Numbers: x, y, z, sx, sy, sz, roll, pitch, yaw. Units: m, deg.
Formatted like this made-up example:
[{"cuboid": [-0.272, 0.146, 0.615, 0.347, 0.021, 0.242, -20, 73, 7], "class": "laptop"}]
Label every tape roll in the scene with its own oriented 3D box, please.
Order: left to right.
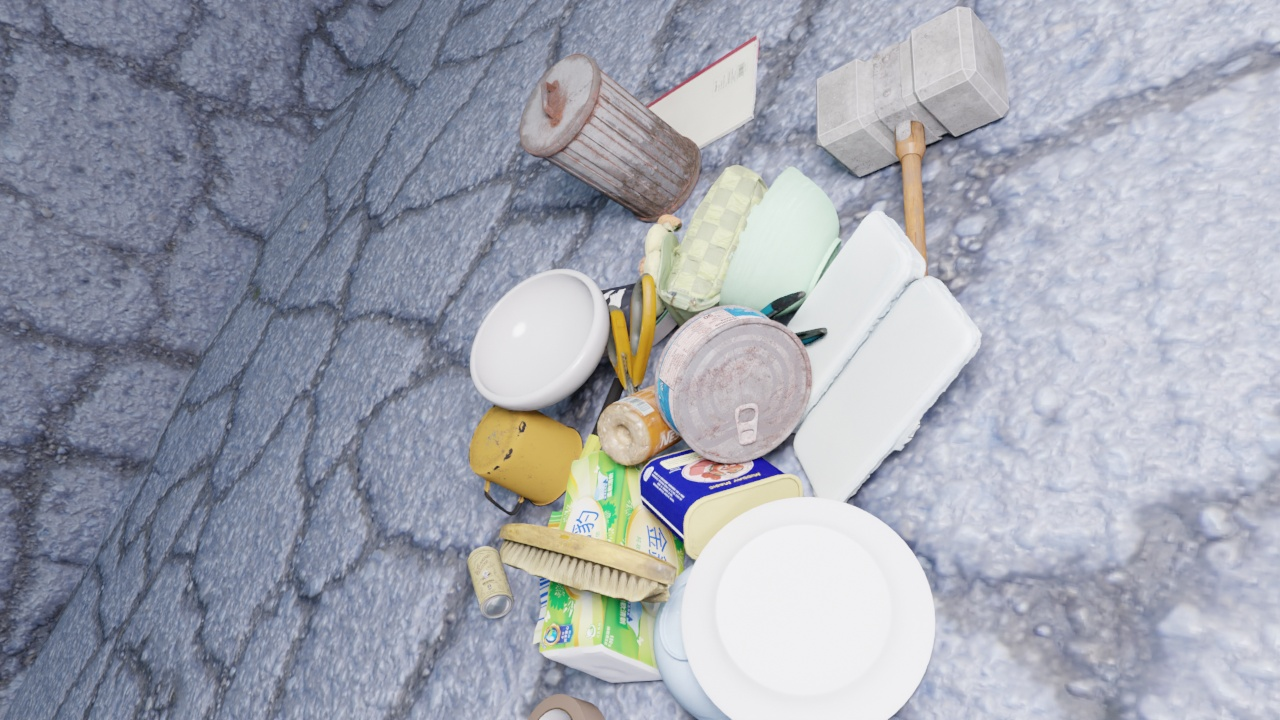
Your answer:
[{"cuboid": [-0.072, 0.360, 0.847, 0.094, 0.030, 0.093, -30, 44, 33], "class": "tape roll"}]

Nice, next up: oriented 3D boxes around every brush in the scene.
[{"cuboid": [-0.050, 0.168, 0.767, 0.196, 0.059, 0.043, 3, 75, 41], "class": "brush"}]

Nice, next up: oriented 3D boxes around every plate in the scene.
[{"cuboid": [0.121, 0.186, 0.687, 0.189, 0.016, 0.188, -9, 56, 12], "class": "plate"}]

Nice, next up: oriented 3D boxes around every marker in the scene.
[{"cuboid": [-0.045, 0.076, 1.041, 0.021, 0.017, 0.123, 88, -157, -71], "class": "marker"}]

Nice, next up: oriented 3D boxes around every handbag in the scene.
[{"cuboid": [0.064, -0.119, 0.969, 0.117, 0.113, 0.186, 24, 82, 15], "class": "handbag"}]

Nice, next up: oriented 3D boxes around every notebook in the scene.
[{"cuboid": [0.070, -0.331, 1.224, 0.209, 0.012, 0.152, -21, 48, 39], "class": "notebook"}]

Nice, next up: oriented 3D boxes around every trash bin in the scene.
[{"cuboid": [-0.039, -0.269, 1.121, 0.131, 0.211, 0.130, -23, 55, 37], "class": "trash bin"}]

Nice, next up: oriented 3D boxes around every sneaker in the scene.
[{"cuboid": [-0.043, -0.056, 1.089, 0.236, 0.079, 0.084, -16, 51, 42], "class": "sneaker"}]

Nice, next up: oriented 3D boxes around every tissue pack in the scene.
[{"cuboid": [-0.044, 0.197, 0.870, 0.142, 0.120, 0.197, -19, 44, 37], "class": "tissue pack"}]

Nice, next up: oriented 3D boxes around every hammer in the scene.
[{"cuboid": [0.247, -0.144, 0.829, 0.163, 0.083, 0.317, -18, 58, 41], "class": "hammer"}]

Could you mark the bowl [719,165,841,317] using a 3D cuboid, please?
[{"cuboid": [0.142, -0.101, 0.877, 0.077, 0.151, 0.151, 28, 85, 13], "class": "bowl"}]

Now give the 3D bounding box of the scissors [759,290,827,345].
[{"cuboid": [0.118, -0.023, 0.846, 0.144, 0.127, 0.019, 30, 50, 35], "class": "scissors"}]

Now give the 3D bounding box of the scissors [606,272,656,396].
[{"cuboid": [-0.006, 0.007, 0.952, 0.217, 0.016, 0.225, 111, 152, -51], "class": "scissors"}]

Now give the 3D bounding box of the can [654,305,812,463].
[{"cuboid": [0.080, 0.020, 0.790, 0.130, 0.130, 0.044, -55, 28, 3], "class": "can"}]

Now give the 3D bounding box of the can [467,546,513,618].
[{"cuboid": [-0.171, 0.250, 1.041, 0.038, 0.038, 0.079, -49, 36, 12], "class": "can"}]

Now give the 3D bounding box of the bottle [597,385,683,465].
[{"cuboid": [0.028, 0.048, 0.871, 0.059, 0.166, 0.059, 11, 110, 33], "class": "bottle"}]

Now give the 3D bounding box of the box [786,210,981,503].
[{"cuboid": [0.181, 0.000, 0.781, 0.209, 0.037, 0.188, -58, 29, 33], "class": "box"}]

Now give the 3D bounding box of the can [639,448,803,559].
[{"cuboid": [0.067, 0.117, 0.803, 0.092, 0.116, 0.057, 34, 132, 57], "class": "can"}]

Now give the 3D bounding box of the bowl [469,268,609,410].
[{"cuboid": [-0.103, -0.014, 1.033, 0.177, 0.066, 0.176, -18, 51, 24], "class": "bowl"}]

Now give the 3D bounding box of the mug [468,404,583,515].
[{"cuboid": [-0.140, 0.114, 1.059, 0.101, 0.094, 0.123, 14, 75, 53], "class": "mug"}]

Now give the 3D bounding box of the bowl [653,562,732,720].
[{"cuboid": [0.064, 0.222, 0.754, 0.151, 0.074, 0.150, -30, 43, 32], "class": "bowl"}]
